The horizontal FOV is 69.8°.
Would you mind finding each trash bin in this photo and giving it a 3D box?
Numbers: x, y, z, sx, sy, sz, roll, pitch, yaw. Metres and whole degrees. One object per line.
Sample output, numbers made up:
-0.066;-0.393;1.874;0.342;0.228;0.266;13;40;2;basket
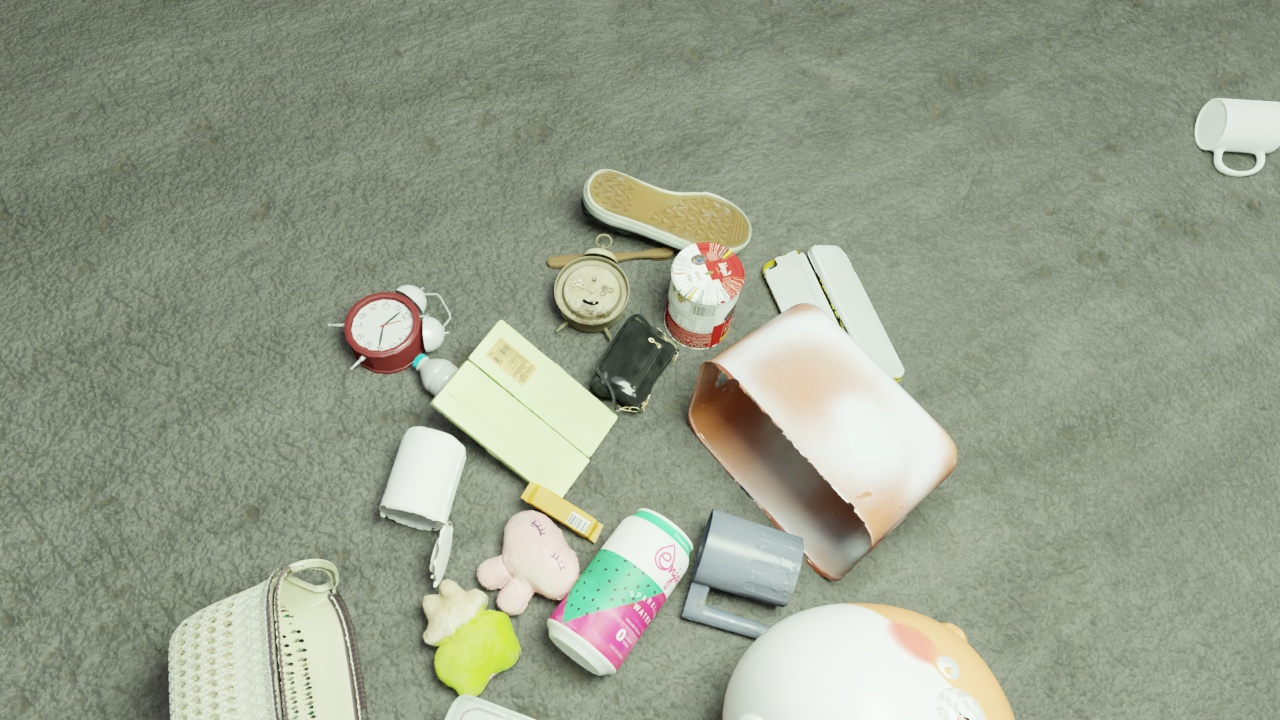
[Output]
0.197;0.083;1.021;0.157;0.182;0.259;-35;70;-21;trash bin

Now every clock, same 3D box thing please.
-0.058;-0.097;1.167;0.093;0.055;0.140;10;70;1;clock
-0.302;-0.040;1.126;0.137;0.048;0.096;-27;68;-15;clock

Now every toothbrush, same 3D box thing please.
-0.039;-0.135;1.210;0.167;0.016;0.016;-5;63;-4;toothbrush

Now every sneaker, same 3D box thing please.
0.029;-0.181;1.208;0.235;0.079;0.087;13;71;-17;sneaker

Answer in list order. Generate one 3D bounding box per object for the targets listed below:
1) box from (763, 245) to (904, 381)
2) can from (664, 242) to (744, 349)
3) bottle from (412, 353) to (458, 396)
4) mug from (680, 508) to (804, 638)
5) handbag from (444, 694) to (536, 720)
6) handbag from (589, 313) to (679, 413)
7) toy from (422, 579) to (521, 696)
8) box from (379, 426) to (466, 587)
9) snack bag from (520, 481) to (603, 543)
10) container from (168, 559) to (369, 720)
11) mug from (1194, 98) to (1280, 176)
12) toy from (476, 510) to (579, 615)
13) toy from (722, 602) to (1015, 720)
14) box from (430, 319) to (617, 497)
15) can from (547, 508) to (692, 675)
0.247;-0.054;1.176;0.128;0.046;0.209;-14;64;-13;box
0.077;-0.078;1.130;0.086;0.117;0.086;1;63;-3;can
-0.216;0.038;1.094;0.136;0.044;0.044;36;66;14;bottle
0.111;0.236;1.001;0.104;0.084;0.124;16;87;3;mug
-0.110;0.416;0.872;0.198;0.096;0.141;20;66;-1;handbag
-0.007;0.007;1.118;0.079;0.054;0.128;28;62;6;handbag
-0.185;0.288;0.966;0.092;0.043;0.118;-38;75;-14;toy
-0.240;0.159;1.011;0.094;0.084;0.165;17;65;-4;box
-0.088;0.170;1.033;0.099;0.020;0.026;33;75;-10;snack bag
-0.343;0.330;0.868;0.143;0.185;0.251;-18;64;0;container
0.874;-0.323;1.336;0.090;0.074;0.110;3;89;-2;mug
-0.124;0.225;1.003;0.105;0.053;0.108;-41;73;-5;toy
0.218;0.351;0.841;0.280;0.266;0.262;-10;65;-26;toy
-0.129;0.057;1.062;0.187;0.030;0.138;42;66;-9;box
-0.020;0.244;0.975;0.088;0.088;0.165;33;66;13;can
